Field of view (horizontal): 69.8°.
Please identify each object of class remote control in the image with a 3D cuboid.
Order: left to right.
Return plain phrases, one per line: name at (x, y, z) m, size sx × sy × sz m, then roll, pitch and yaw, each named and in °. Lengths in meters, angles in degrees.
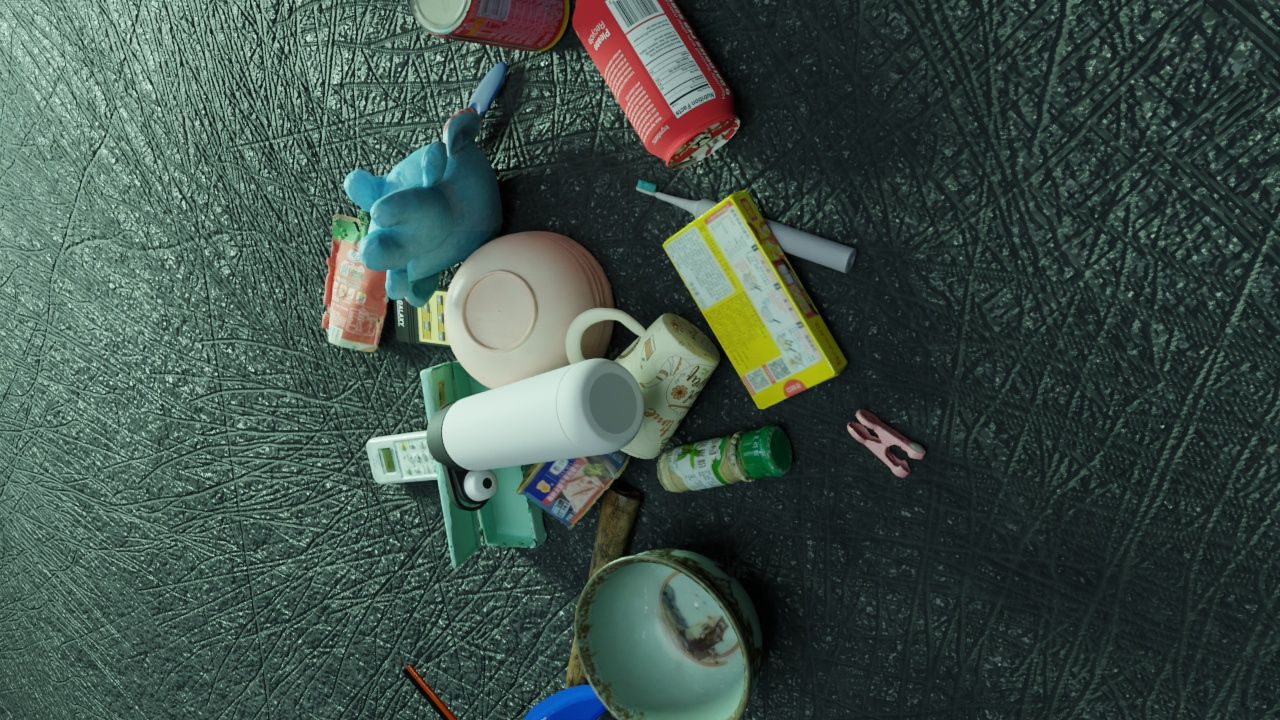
remote control at (-0.225, 0.097, 0.933) m, size 0.134 × 0.022 × 0.050 m, roll -9°, pitch 96°, yaw 34°
remote control at (-0.185, -0.042, 0.882) m, size 0.134 × 0.013 × 0.058 m, roll 6°, pitch 104°, yaw 31°

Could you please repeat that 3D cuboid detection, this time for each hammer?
hammer at (-0.055, 0.262, 0.859) m, size 0.120 × 0.033 × 0.331 m, roll 22°, pitch 111°, yaw 28°

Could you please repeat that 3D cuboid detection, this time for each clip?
clip at (0.178, 0.063, 0.674) m, size 0.060 × 0.023 × 0.044 m, roll 19°, pitch 108°, yaw 22°

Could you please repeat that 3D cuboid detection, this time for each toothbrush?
toothbrush at (-0.153, -0.210, 0.823) m, size 0.021 × 0.016 × 0.133 m, roll 45°, pitch 121°, yaw 14°
toothbrush at (0.075, -0.106, 0.700) m, size 0.188 × 0.018 × 0.019 m, roll 24°, pitch 118°, yaw 26°

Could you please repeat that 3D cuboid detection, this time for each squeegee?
squeegee at (-0.085, 0.338, 0.844) m, size 0.249 × 0.055 × 0.185 m, roll 49°, pitch 124°, yaw 1°

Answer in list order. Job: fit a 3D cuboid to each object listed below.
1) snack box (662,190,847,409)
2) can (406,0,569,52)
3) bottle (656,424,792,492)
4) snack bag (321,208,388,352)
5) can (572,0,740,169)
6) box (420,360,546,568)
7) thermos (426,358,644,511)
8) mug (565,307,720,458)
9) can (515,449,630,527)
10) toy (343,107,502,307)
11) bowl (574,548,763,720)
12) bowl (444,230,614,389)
snack box at (0.085, -0.043, 0.690) m, size 0.075 × 0.025 × 0.152 m, roll -30°, pitch 90°, yaw 40°
can at (-0.116, -0.281, 0.718) m, size 0.067 × 0.124 × 0.067 m, roll 8°, pitch 105°, yaw 31°
bottle at (0.066, 0.081, 0.736) m, size 0.110 × 0.042 × 0.042 m, roll -16°, pitch 92°, yaw 35°
snack bag at (-0.283, -0.090, 0.922) m, size 0.087 × 0.044 × 0.155 m, roll 18°, pitch 106°, yaw 22°
can at (0.011, -0.219, 0.682) m, size 0.075 × 0.074 × 0.142 m, roll -35°, pitch 81°, yaw 33°
box at (-0.157, 0.094, 0.849) m, size 0.077 × 0.091 × 0.188 m, roll -3°, pitch 99°, yaw 34°
thermos at (-0.089, 0.065, 0.731) m, size 0.231 × 0.068 × 0.101 m, roll -15°, pitch 96°, yaw 47°
mug at (-0.004, 0.004, 0.735) m, size 0.122 × 0.081 × 0.097 m, roll 37°, pitch 112°, yaw -4°
can at (-0.057, 0.094, 0.799) m, size 0.059 × 0.053 × 0.100 m, roll 37°, pitch 119°, yaw -6°
toy at (-0.192, -0.124, 0.769) m, size 0.115 × 0.180 × 0.184 m, roll 27°, pitch 113°, yaw 8°
bowl at (0.037, 0.221, 0.753) m, size 0.160 × 0.093 × 0.160 m, roll 8°, pitch 104°, yaw 31°
bowl at (-0.105, -0.040, 0.771) m, size 0.153 × 0.076 × 0.153 m, roll 0°, pitch 90°, yaw 18°
